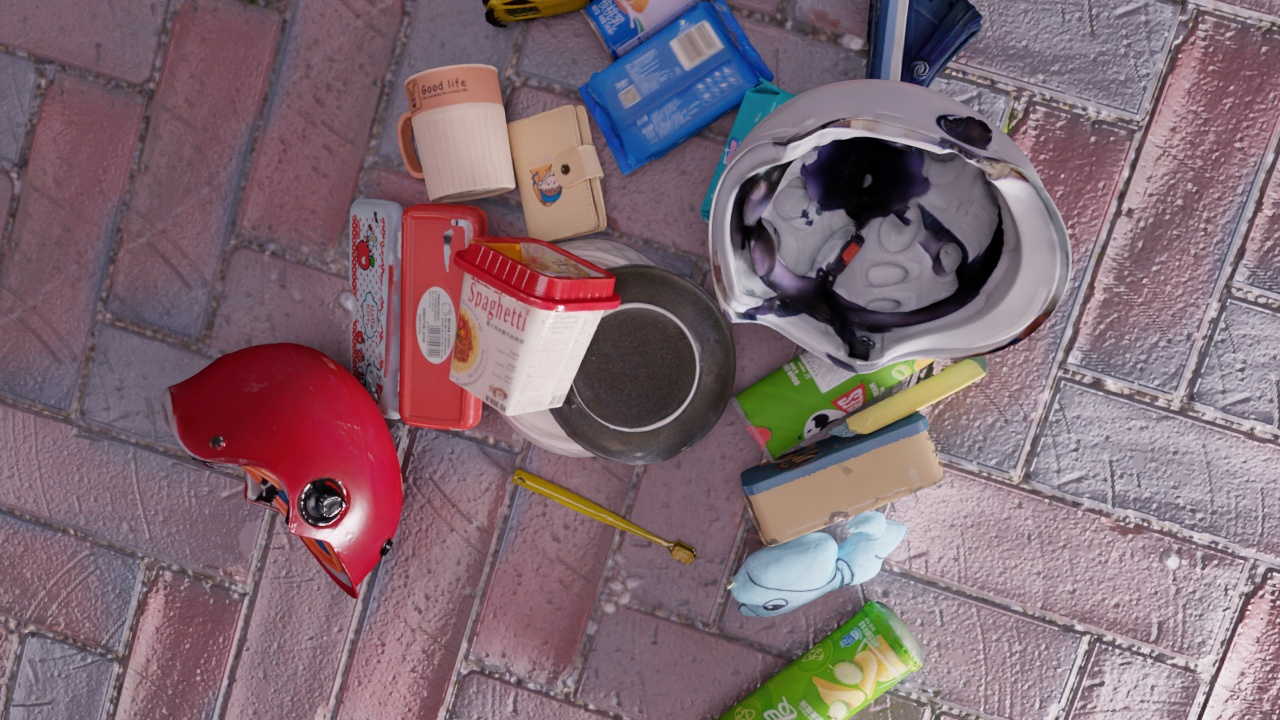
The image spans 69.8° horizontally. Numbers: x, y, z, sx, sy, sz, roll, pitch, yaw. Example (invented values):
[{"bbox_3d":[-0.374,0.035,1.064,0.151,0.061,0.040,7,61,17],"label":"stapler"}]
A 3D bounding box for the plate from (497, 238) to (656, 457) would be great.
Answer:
[{"bbox_3d":[-0.053,-0.009,0.844,0.205,0.045,0.205,0,94,5],"label":"plate"}]

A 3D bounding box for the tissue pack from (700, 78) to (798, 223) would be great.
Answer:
[{"bbox_3d":[0.117,-0.167,0.793,0.093,0.050,0.133,17,101,-31],"label":"tissue pack"}]

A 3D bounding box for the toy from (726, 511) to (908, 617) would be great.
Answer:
[{"bbox_3d":[0.151,0.185,0.822,0.156,0.049,0.162,6,133,-23],"label":"toy"}]

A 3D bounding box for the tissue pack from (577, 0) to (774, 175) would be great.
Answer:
[{"bbox_3d":[0.030,-0.241,0.813,0.157,0.052,0.095,-32,89,7],"label":"tissue pack"}]

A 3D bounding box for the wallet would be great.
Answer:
[{"bbox_3d":[-0.074,-0.168,0.833,0.087,0.024,0.115,-9,93,25],"label":"wallet"}]

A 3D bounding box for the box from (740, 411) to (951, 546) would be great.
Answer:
[{"bbox_3d":[0.181,0.099,0.811,0.184,0.089,0.062,-24,92,4],"label":"box"}]

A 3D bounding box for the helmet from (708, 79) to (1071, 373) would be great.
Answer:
[{"bbox_3d":[0.186,-0.115,0.707,0.259,0.145,0.230,12,138,3],"label":"helmet"}]

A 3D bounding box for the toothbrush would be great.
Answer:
[{"bbox_3d":[-0.034,0.148,0.869,0.190,0.016,0.016,24,96,3],"label":"toothbrush"}]

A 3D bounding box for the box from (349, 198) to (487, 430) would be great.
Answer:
[{"bbox_3d":[-0.209,-0.042,0.828,0.161,0.058,0.201,8,101,24],"label":"box"}]

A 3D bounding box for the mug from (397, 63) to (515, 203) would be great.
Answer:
[{"bbox_3d":[-0.172,-0.199,0.827,0.115,0.081,0.106,-7,96,32],"label":"mug"}]

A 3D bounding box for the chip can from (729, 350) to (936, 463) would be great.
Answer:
[{"bbox_3d":[0.195,0.000,0.808,0.236,0.072,0.072,-33,91,7],"label":"chip can"}]

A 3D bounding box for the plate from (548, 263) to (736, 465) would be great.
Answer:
[{"bbox_3d":[-0.005,0.005,0.806,0.179,0.024,0.179,0,96,5],"label":"plate"}]

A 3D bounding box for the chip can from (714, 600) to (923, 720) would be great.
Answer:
[{"bbox_3d":[0.153,0.308,0.838,0.221,0.072,0.072,-39,90,6],"label":"chip can"}]

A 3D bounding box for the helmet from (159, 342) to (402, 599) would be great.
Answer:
[{"bbox_3d":[-0.291,0.081,0.810,0.143,0.207,0.240,-47,110,-23],"label":"helmet"}]

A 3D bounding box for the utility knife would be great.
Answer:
[{"bbox_3d":[0.238,0.031,0.803,0.167,0.031,0.018,-20,123,-17],"label":"utility knife"}]

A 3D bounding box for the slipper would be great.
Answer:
[{"bbox_3d":[0.234,-0.271,0.765,0.095,0.105,0.253,9,98,11],"label":"slipper"}]

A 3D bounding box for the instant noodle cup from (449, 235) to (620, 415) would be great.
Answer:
[{"bbox_3d":[-0.096,-0.028,0.763,0.116,0.116,0.124,28,110,29],"label":"instant noodle cup"}]

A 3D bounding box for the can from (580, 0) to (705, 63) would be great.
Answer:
[{"bbox_3d":[0.017,-0.322,0.807,0.135,0.053,0.053,-32,91,7],"label":"can"}]

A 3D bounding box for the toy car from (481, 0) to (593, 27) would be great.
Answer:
[{"bbox_3d":[-0.065,-0.333,0.804,0.156,0.071,0.041,-15,92,5],"label":"toy car"}]
